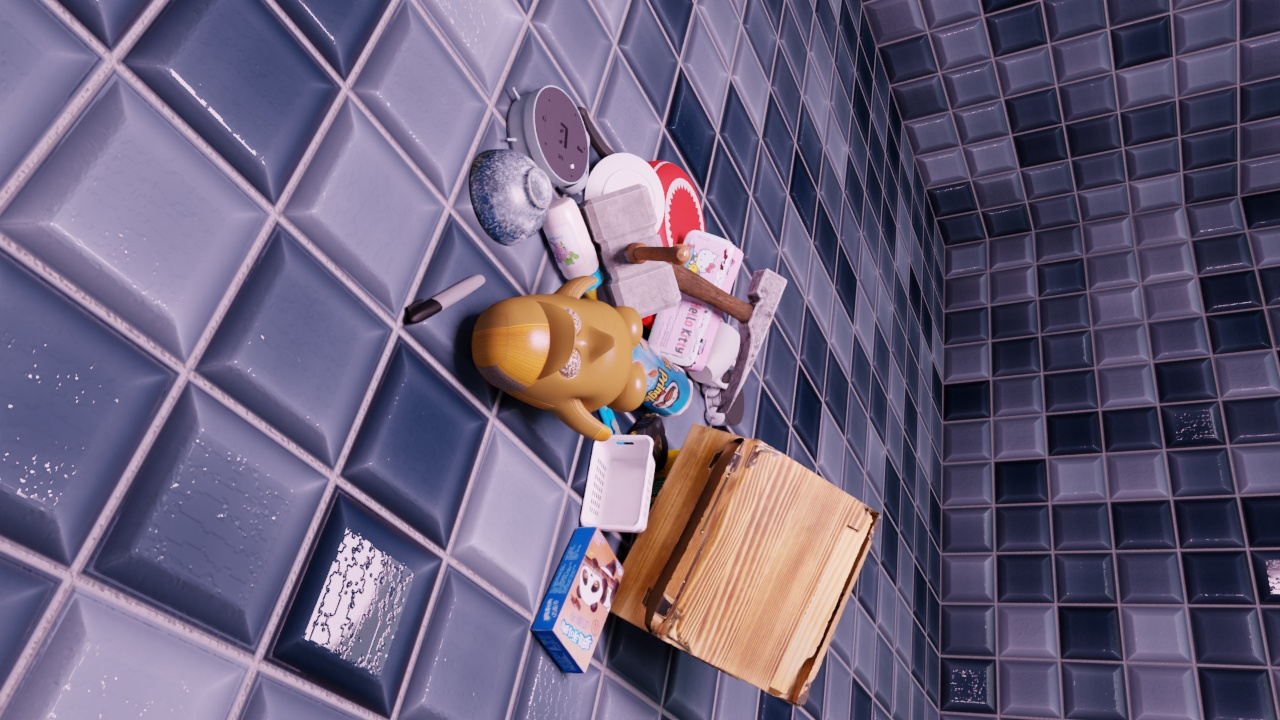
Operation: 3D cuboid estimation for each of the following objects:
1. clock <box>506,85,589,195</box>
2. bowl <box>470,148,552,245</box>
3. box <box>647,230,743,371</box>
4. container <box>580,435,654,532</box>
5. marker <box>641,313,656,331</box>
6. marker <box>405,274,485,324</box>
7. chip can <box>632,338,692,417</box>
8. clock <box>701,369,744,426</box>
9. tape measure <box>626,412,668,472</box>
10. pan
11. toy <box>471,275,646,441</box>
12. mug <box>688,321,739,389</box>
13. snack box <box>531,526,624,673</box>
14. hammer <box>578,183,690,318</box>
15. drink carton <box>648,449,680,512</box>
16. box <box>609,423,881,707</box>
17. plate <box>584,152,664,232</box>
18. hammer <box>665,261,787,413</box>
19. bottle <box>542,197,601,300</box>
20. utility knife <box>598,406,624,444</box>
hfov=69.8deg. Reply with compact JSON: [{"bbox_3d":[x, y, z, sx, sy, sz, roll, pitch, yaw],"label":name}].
[{"bbox_3d":[-0.109,-0.274,1.160,0.159,0.045,0.122,32,56,-56],"label":"clock"},{"bbox_3d":[-0.139,-0.195,1.068,0.114,0.061,0.114,24,63,-59],"label":"bowl"},{"bbox_3d":[0.074,-0.089,1.354,0.095,0.088,0.202,25,81,-30],"label":"box"},{"bbox_3d":[-0.024,0.164,1.178,0.049,0.081,0.129,59,35,-55],"label":"container"},{"bbox_3d":[0.040,-0.039,1.397,0.145,0.021,0.023,39,73,-52],"label":"marker"},{"bbox_3d":[-0.204,-0.068,0.967,0.022,0.016,0.138,52,33,-6],"label":"marker"},{"bbox_3d":[-0.007,0.007,1.239,0.229,0.080,0.079,38,51,-55],"label":"chip can"},{"bbox_3d":[0.135,0.065,1.533,0.122,0.035,0.094,-11,93,-61],"label":"clock"},{"bbox_3d":[0.010,0.121,1.285,0.071,0.042,0.072,-48,127,-58],"label":"tape measure"},{"bbox_3d":[0.010,-0.244,1.360,0.356,0.067,0.208,54,41,-47],"label":"pan"},{"bbox_3d":[-0.093,-0.013,1.022,0.203,0.163,0.198,11,71,-49],"label":"toy"},{"bbox_3d":[0.125,0.005,1.480,0.107,0.071,0.089,51,47,-17],"label":"mug"},{"bbox_3d":[-0.071,0.285,1.101,0.087,0.034,0.150,63,34,-32],"label":"snack box"},{"bbox_3d":[0.010,-0.126,1.080,0.318,0.083,0.163,-150,-138,-76],"label":"hammer"},{"bbox_3d":[0.042,0.185,1.307,0.041,0.058,0.122,43,47,-49],"label":"drink carton"},{"bbox_3d":[0.133,0.260,1.195,0.257,0.216,0.278,40,73,-40],"label":"box"},{"bbox_3d":[-0.018,-0.222,1.281,0.134,0.011,0.134,-3,96,-35],"label":"plate"},{"bbox_3d":[0.046,-0.079,1.284,0.300,0.037,0.217,27,80,-20],"label":"hammer"},{"bbox_3d":[-0.082,-0.133,1.166,0.051,0.051,0.146,-55,130,-51],"label":"bottle"},{"bbox_3d":[-0.043,0.077,1.226,0.173,0.015,0.031,69,26,-21],"label":"utility knife"}]
